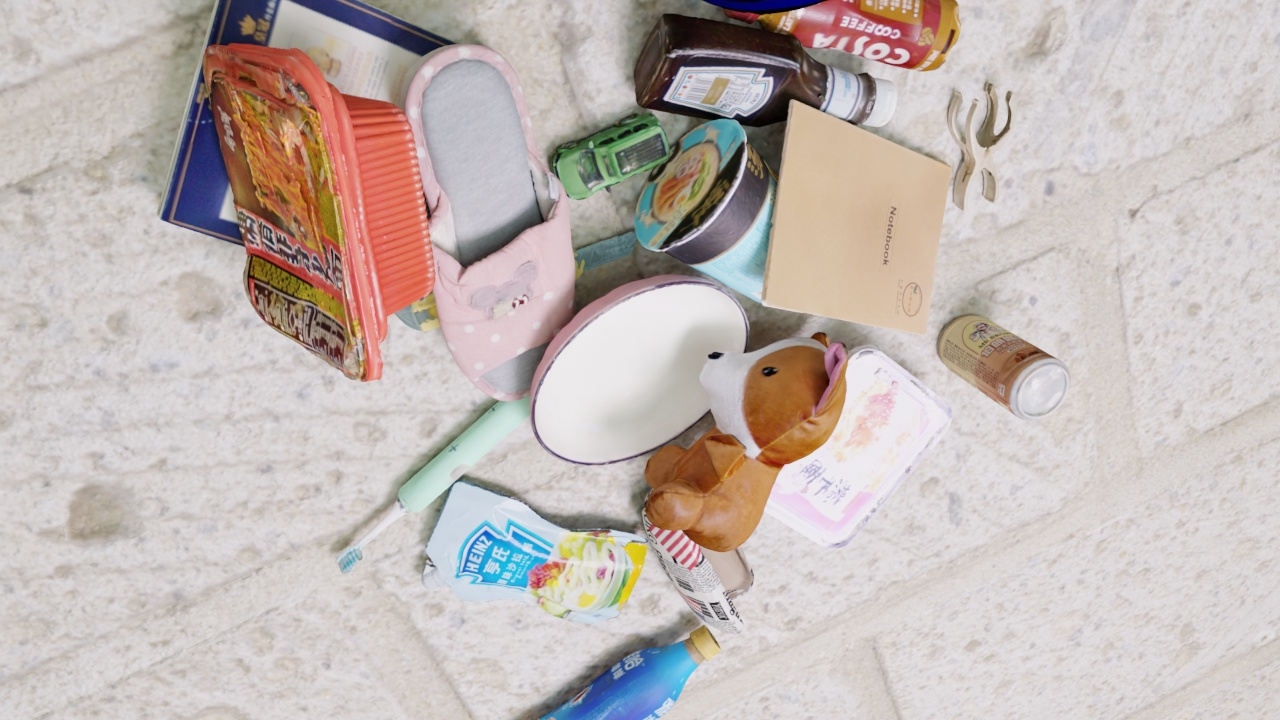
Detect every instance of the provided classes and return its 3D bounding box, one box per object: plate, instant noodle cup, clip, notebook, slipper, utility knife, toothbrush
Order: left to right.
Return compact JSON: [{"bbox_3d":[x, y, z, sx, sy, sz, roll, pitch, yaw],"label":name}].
[{"bbox_3d":[-0.190,-0.096,0.550,0.078,0.165,0.189,-25,124,-36],"label":"instant noodle cup"},{"bbox_3d":[-0.168,0.096,0.755,0.224,0.027,0.026,-41,144,4],"label":"toothbrush"},{"bbox_3d":[-0.098,-0.081,0.644,0.114,0.054,0.275,-24,128,-24],"label":"slipper"},{"bbox_3d":[-0.094,-0.063,0.717,0.198,0.021,0.031,-23,124,-11],"label":"utility knife"},{"bbox_3d":[-0.004,0.004,0.731,0.192,0.039,0.193,-20,140,-18],"label":"plate"},{"bbox_3d":[0.076,-0.105,0.702,0.120,0.111,0.111,30,102,-34],"label":"instant noodle cup"},{"bbox_3d":[0.179,0.072,0.830,0.138,0.060,0.173,33,102,-27],"label":"instant noodle cup"},{"bbox_3d":[0.174,-0.103,0.714,0.207,0.008,0.148,7,92,-40],"label":"notebook"},{"bbox_3d":[0.271,-0.176,0.763,0.081,0.034,0.105,-2,122,-19],"label":"clip"}]

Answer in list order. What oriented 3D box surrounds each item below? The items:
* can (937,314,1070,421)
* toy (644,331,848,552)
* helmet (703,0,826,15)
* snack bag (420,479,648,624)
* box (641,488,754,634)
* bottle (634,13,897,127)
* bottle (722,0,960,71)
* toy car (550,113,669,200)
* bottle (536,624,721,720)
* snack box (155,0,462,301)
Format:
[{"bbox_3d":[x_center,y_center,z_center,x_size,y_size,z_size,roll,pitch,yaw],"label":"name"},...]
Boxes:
[{"bbox_3d":[0.317,0.004,0.808,0.058,0.116,0.059,-7,115,-15],"label":"can"},{"bbox_3d":[0.086,0.053,0.737,0.200,0.140,0.130,-43,101,9],"label":"toy"},{"bbox_3d":[0.098,-0.352,0.510,0.247,0.239,0.316,11,106,20],"label":"helmet"},{"bbox_3d":[-0.095,0.175,0.808,0.191,0.038,0.110,19,116,-22],"label":"snack bag"},{"bbox_3d":[0.052,0.185,0.828,0.076,0.087,0.163,-21,122,9],"label":"box"},{"bbox_3d":[0.097,-0.204,0.675,0.194,0.080,0.044,4,68,-18],"label":"bottle"},{"bbox_3d":[0.147,-0.256,0.675,0.174,0.057,0.057,4,112,-19],"label":"bottle"},{"bbox_3d":[-0.022,-0.151,0.685,0.091,0.036,0.043,-24,119,-1],"label":"toy car"},{"bbox_3d":[-0.019,0.329,0.883,0.218,0.065,0.065,-36,118,0],"label":"bottle"},{"bbox_3d":[-0.206,-0.151,0.623,0.182,0.045,0.178,18,107,-23],"label":"snack box"}]
